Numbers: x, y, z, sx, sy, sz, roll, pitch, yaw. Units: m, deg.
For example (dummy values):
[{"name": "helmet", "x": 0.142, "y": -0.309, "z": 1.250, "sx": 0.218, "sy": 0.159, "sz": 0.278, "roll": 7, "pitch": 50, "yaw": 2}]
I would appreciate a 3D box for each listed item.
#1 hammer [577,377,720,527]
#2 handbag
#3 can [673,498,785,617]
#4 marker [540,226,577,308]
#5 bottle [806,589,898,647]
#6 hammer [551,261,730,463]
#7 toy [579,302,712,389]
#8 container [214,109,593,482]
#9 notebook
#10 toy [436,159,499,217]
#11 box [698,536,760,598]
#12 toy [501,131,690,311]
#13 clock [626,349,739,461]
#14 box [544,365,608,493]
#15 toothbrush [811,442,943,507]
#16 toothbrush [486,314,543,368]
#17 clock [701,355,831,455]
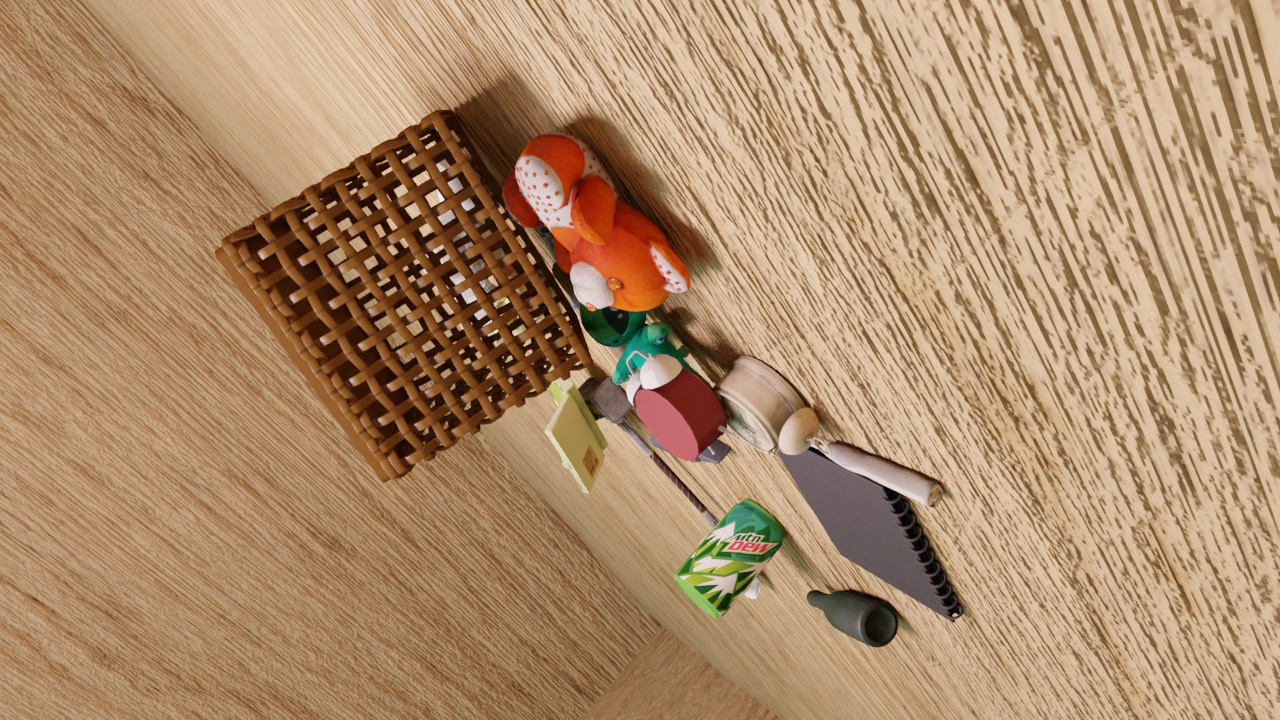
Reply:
[{"name": "hammer", "x": 0.032, "y": 0.153, "z": 1.343, "sx": 0.322, "sy": 0.044, "sz": 0.099, "roll": 48, "pitch": 164, "yaw": -14}, {"name": "handbag", "x": -0.190, "y": -0.103, "z": 1.126, "sx": 0.123, "sy": 0.112, "sz": 0.171, "roll": 21, "pitch": 154, "yaw": 35}, {"name": "can", "x": 0.119, "y": 0.260, "z": 1.213, "sx": 0.083, "sy": 0.144, "sz": 0.083, "roll": 40, "pitch": 165, "yaw": 13}, {"name": "marker", "x": -0.089, "y": -0.104, "z": 1.042, "sx": 0.013, "sy": 0.013, "sz": 0.142, "roll": 35, "pitch": 162, "yaw": 30}, {"name": "bottle", "x": 0.262, "y": 0.322, "z": 1.183, "sx": 0.055, "sy": 0.055, "sz": 0.174, "roll": 47, "pitch": 166, "yaw": -10}, {"name": "hammer", "x": -0.006, "y": 0.006, "z": 1.082, "sx": 0.129, "sy": 0.040, "sz": 0.322, "roll": 15, "pitch": 146, "yaw": 54}, {"name": "toy", "x": -0.001, "y": -0.025, "z": 0.926, "sx": 0.193, "sy": 0.072, "sz": 0.131, "roll": 48, "pitch": 146, "yaw": 0}, {"name": "container", "x": -0.208, "y": -0.070, "z": 0.872, "sx": 0.251, "sy": 0.214, "sz": 0.219, "roll": 59, "pitch": -179, "yaw": -17}, {"name": "notebook", "x": 0.228, "y": 0.165, "z": 0.928, "sx": 0.169, "sy": 0.019, "sz": 0.231, "roll": 26, "pitch": 156, "yaw": 51}, {"name": "toy", "x": -0.193, "y": -0.191, "z": 1.031, "sx": 0.125, "sy": 0.037, "sz": 0.076, "roll": 29, "pitch": 155, "yaw": 38}, {"name": "box", "x": 0.148, "y": 0.343, "z": 1.491, "sx": 0.081, "sy": 0.091, "sz": 0.160, "roll": 27, "pitch": 150, "yaw": 38}, {"name": "toy", "x": -0.042, "y": -0.106, "z": 0.770, "sx": 0.172, "sy": 0.092, "sz": 0.164, "roll": 45, "pitch": 165, "yaw": -9}, {"name": "clock", "x": 0.032, "y": 0.041, "z": 0.866, "sx": 0.124, "sy": 0.044, "sz": 0.087, "roll": 50, "pitch": 156, "yaw": 4}, {"name": "box", "x": -0.092, "y": 0.094, "z": 1.309, "sx": 0.188, "sy": 0.061, "sz": 0.133, "roll": 67, "pitch": -169, "yaw": -52}, {"name": "toothbrush", "x": 0.189, "y": 0.089, "z": 0.821, "sx": 0.186, "sy": 0.022, "sz": 0.024, "roll": 21, "pitch": 134, "yaw": 52}, {"name": "toothbrush", "x": -0.193, "y": -0.002, "z": 1.253, "sx": 0.010, "sy": 0.181, "sz": 0.010, "roll": 35, "pitch": 168, "yaw": 22}, {"name": "clock", "x": 0.119, "y": 0.053, "z": 0.845, "sx": 0.141, "sy": 0.054, "sz": 0.093, "roll": 33, "pitch": 161, "yaw": 42}]
